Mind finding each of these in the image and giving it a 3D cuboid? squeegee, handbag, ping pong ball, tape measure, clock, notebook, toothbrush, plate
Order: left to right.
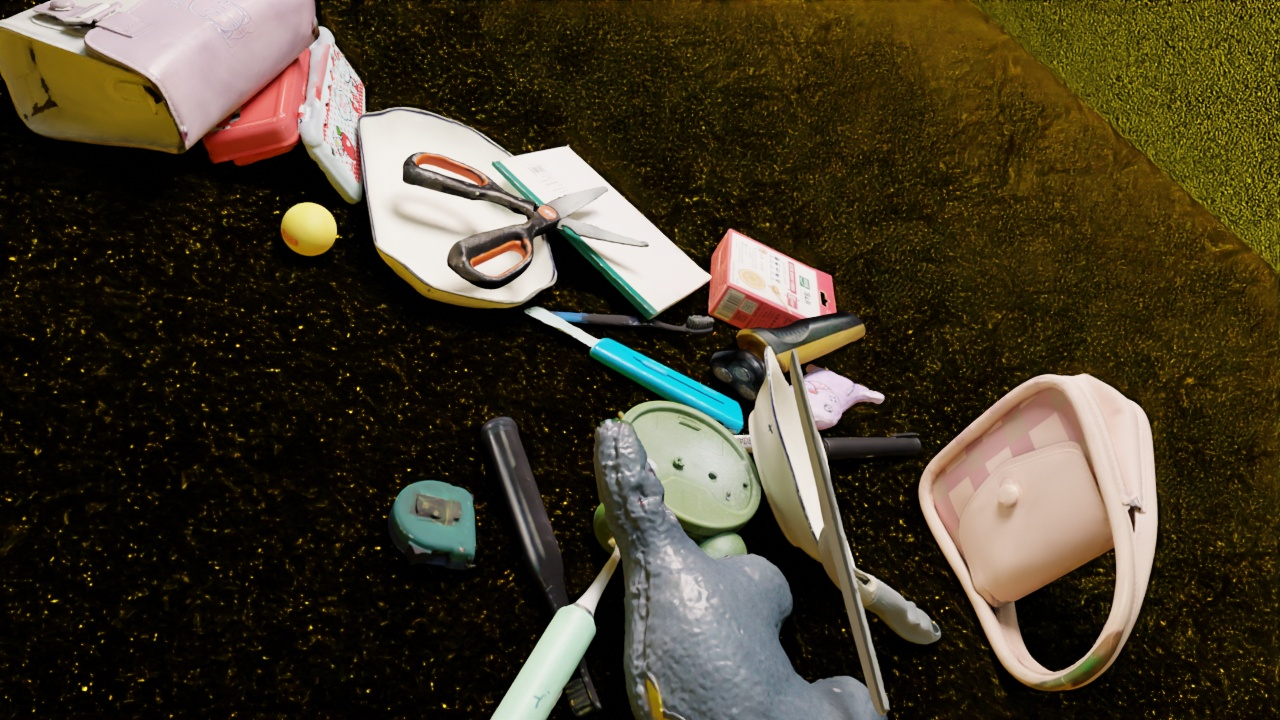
[{"bbox_3d":[-0.360,-0.245,0.705,0.145,0.099,0.196,15,43,8],"label":"handbag"},{"bbox_3d":[-0.254,-0.101,0.704,0.040,0.040,0.040,20,37,-16],"label":"ping pong ball"},{"bbox_3d":[-0.128,0.101,0.573,0.054,0.025,0.058,14,39,-25],"label":"tape measure"},{"bbox_3d":[-0.169,-0.133,0.811,0.161,0.034,0.265,8,42,-31],"label":"plate"},{"bbox_3d":[-0.065,0.126,0.591,0.027,0.026,0.212,-20,55,-7],"label":"toothbrush"},{"bbox_3d":[-0.050,0.171,0.519,0.027,0.027,0.223,41,44,-5],"label":"toothbrush"},{"bbox_3d":[-0.033,-0.132,0.898,0.209,0.012,0.150,44,30,6],"label":"notebook"},{"bbox_3d":[-0.009,-0.037,0.834,0.189,0.016,0.014,3,39,-33],"label":"toothbrush"},{"bbox_3d":[0.024,0.101,0.659,0.116,0.056,0.160,22,37,-13],"label":"clock"},{"bbox_3d":[0.120,0.087,0.714,0.164,0.034,0.163,50,25,-48],"label":"plate"},{"bbox_3d":[0.160,0.155,0.640,0.246,0.039,0.246,47,27,-45],"label":"squeegee"},{"bbox_3d":[0.323,0.145,0.729,0.093,0.194,0.233,18,48,-15],"label":"handbag"}]

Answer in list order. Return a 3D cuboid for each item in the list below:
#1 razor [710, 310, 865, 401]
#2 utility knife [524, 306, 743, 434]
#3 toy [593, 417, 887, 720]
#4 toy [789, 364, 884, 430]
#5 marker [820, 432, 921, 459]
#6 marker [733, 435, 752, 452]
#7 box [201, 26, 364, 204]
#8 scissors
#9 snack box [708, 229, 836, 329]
[{"bbox_3d":[0.144,-0.010,0.856,0.167,0.062,0.067,-18,96,-31],"label":"razor"},{"bbox_3d":[-0.005,0.005,0.784,0.209,0.018,0.034,28,36,-5],"label":"utility knife"},{"bbox_3d":[0.066,0.192,0.530,0.137,0.092,0.356,-38,83,-27],"label":"toy"},{"bbox_3d":[0.168,0.037,0.850,0.084,0.039,0.107,23,28,30],"label":"toy"},{"bbox_3d":[0.213,0.080,0.853,0.131,0.022,0.020,2,9,-35],"label":"marker"},{"bbox_3d":[0.094,0.071,0.780,0.145,0.017,0.017,1,46,-36],"label":"marker"},{"bbox_3d":[-0.305,-0.219,0.811,0.112,0.100,0.201,-13,48,-1],"label":"box"},{"bbox_3d":[-0.102,-0.129,0.795,0.230,0.022,0.220,29,39,-3],"label":"scissors"},{"bbox_3d":[0.137,-0.069,0.953,0.127,0.044,0.113,24,36,-10],"label":"snack box"}]
